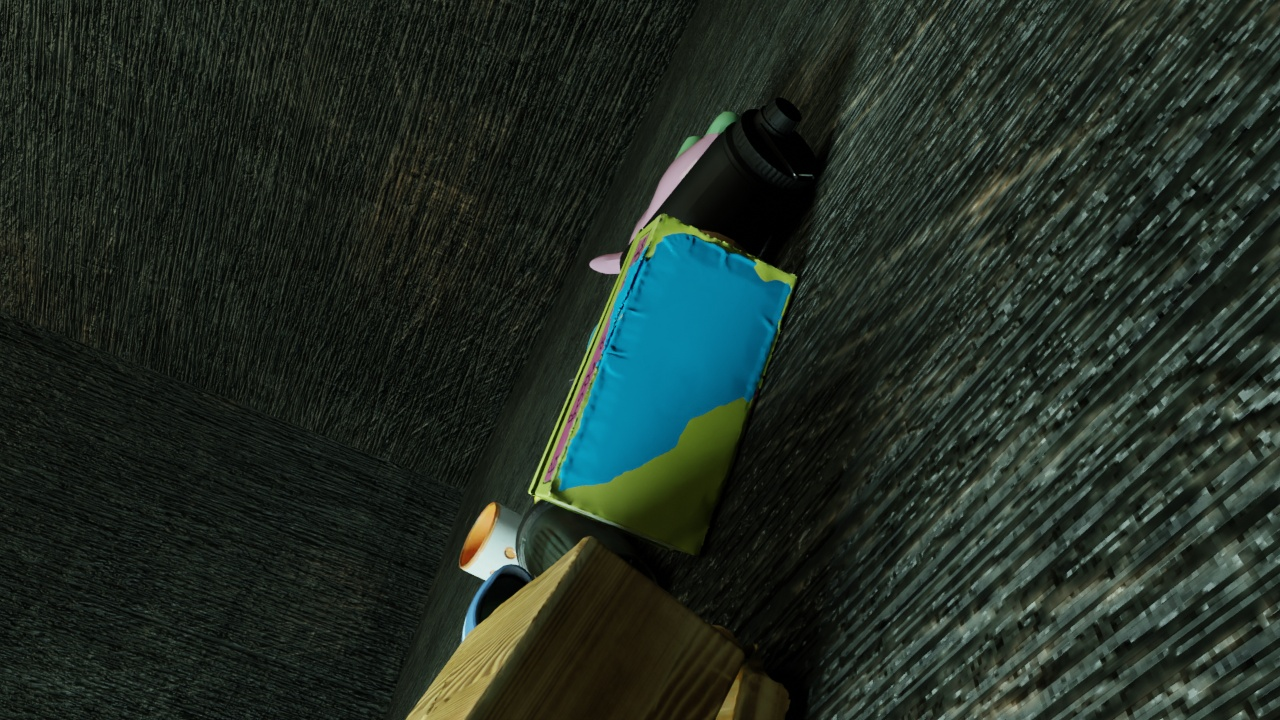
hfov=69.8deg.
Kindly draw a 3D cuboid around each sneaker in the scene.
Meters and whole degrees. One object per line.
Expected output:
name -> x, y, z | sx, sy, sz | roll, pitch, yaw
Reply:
sneaker -> -0.092, 0.253, 0.660 | 0.241, 0.083, 0.098 | -107, 28, -46

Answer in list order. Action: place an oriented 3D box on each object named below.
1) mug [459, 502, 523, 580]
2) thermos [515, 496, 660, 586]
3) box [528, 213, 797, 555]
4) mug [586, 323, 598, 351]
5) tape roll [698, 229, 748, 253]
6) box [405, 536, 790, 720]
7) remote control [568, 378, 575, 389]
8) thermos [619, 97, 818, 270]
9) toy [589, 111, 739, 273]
mug -> -0.140, 0.221, 1.044 | 0.082, 0.105, 0.082 | -51, 19, 25
thermos -> -0.048, 0.169, 0.767 | 0.098, 0.098, 0.221 | -68, 14, -4
box -> 0.018, 0.017, 0.668 | 0.079, 0.124, 0.220 | 156, 135, -72
mug -> -0.005, 0.005, 0.861 | 0.084, 0.112, 0.104 | 1, -77, -53
tape roll -> 0.048, -0.061, 0.757 | 0.027, 0.094, 0.094 | -77, 14, -45
box -> -0.051, 0.254, 0.473 | 0.250, 0.192, 0.280 | -56, 2, -32
remote control -> 0.005, 0.008, 0.791 | 0.032, 0.137, 0.015 | 6, -109, -71
thermos -> 0.070, -0.127, 0.771 | 0.199, 0.086, 0.085 | -46, 21, 41
toy -> 0.052, -0.142, 0.904 | 0.171, 0.120, 0.222 | -65, 14, -14
